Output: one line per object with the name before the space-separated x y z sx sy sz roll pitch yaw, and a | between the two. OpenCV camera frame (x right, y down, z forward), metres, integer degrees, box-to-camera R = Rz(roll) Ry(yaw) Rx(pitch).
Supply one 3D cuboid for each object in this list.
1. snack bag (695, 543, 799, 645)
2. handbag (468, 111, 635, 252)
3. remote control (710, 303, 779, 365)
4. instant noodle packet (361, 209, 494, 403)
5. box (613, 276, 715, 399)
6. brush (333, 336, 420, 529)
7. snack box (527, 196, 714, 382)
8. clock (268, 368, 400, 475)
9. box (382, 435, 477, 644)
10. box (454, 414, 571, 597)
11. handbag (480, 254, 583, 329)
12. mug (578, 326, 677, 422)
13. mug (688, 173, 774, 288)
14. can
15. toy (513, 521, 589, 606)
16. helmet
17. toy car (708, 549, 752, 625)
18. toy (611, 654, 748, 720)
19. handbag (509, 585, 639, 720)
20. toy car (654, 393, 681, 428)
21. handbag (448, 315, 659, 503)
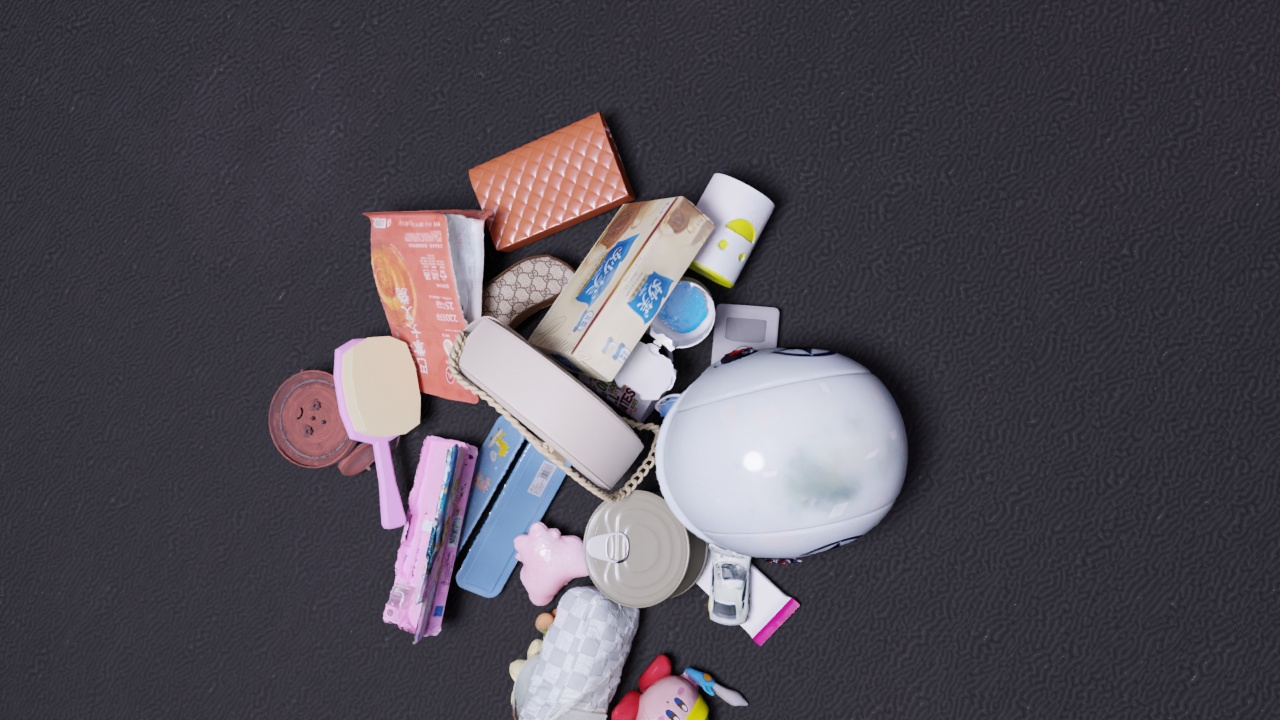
snack bag | 0.090 0.241 1.074 0.196 0.016 0.070 42 100 8
handbag | -0.106 -0.212 1.094 0.172 0.060 0.109 -21 91 12
remote control | 0.119 0.011 1.072 0.074 0.019 0.151 5 90 10
instant noodle packet | -0.246 -0.065 1.075 0.165 0.083 0.221 8 102 42
box | 0.027 -0.027 1.029 0.083 0.136 0.144 40 96 -2
brush | -0.301 0.083 1.082 0.043 0.089 0.228 -15 84 45
snack box | -0.025 -0.082 1.010 0.055 0.153 0.207 38 80 -23
clock | -0.372 0.076 1.130 0.158 0.072 0.120 18 92 11
box | -0.235 0.206 1.066 0.066 0.159 0.230 14 82 -24
box | -0.177 0.176 1.106 0.120 0.049 0.209 30 94 10
handbag | -0.123 -0.052 1.103 0.166 0.063 0.138 -34 100 3
mug | -0.006 0.006 1.073 0.089 0.074 0.105 35 66 9
mug | 0.093 -0.148 1.048 0.082 0.082 0.106 29 93 9
can | 0.008 0.211 1.042 0.128 0.073 0.127 -3 81 23
toy | -0.110 0.238 1.091 0.102 0.050 0.093 -39 95 10
helmet | 0.159 0.097 0.960 0.263 0.164 0.236 -6 85 -16
toy car | 0.102 0.250 1.046 0.048 0.033 0.105 3 90 13
toy | 0.047 0.413 1.060 0.131 0.097 0.123 35 55 16
handbag | -0.079 0.340 1.057 0.123 0.112 0.171 14 78 43
toy car | 0.072 0.103 1.049 0.056 0.054 0.153 -21 97 49
handbag | -0.092 0.045 0.986 0.208 0.211 0.103 35 81 23
